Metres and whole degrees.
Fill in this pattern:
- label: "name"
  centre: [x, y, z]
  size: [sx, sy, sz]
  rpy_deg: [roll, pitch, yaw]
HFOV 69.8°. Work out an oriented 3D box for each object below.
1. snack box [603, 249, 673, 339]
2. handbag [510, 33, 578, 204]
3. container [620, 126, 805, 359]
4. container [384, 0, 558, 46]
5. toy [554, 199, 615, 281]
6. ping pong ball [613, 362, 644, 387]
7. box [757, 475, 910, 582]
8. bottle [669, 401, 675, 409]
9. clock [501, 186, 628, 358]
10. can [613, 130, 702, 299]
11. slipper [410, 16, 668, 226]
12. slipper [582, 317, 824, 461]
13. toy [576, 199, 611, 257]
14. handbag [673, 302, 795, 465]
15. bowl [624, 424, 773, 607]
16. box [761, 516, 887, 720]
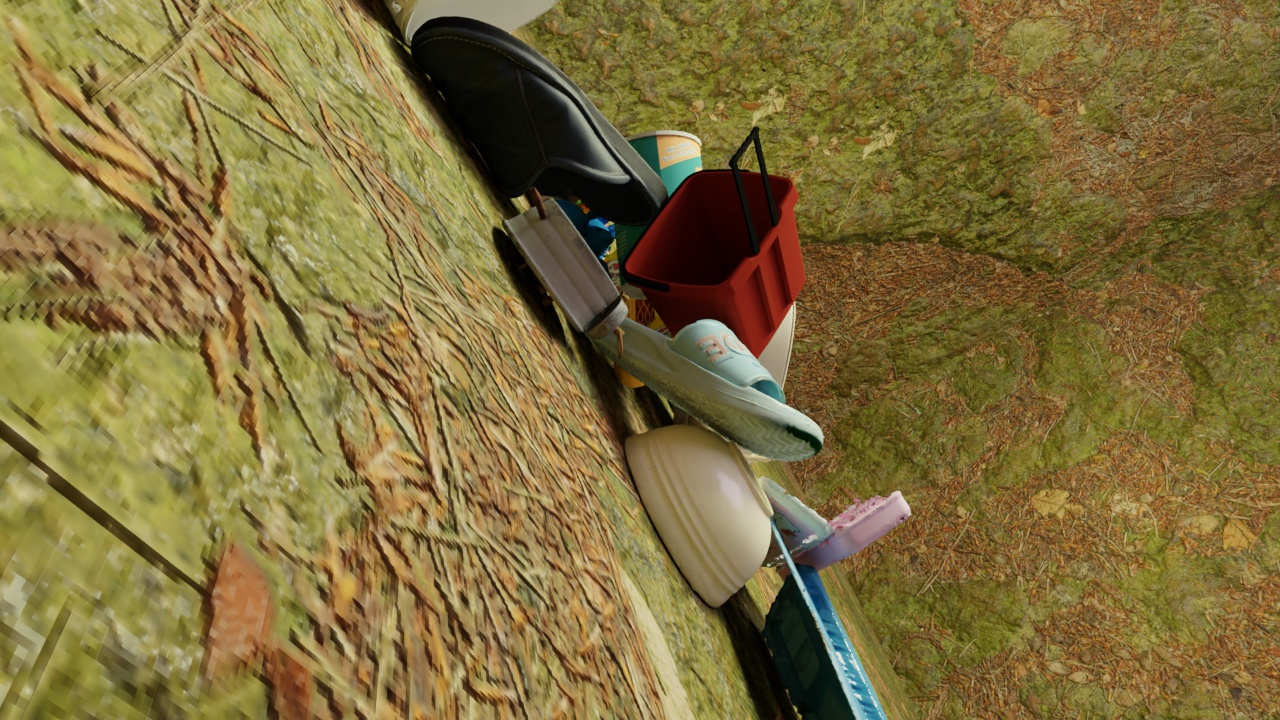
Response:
- label: "snack box"
  centre: [0.003, -0.072, 1.065]
  size: [0.083, 0.061, 0.105]
  rpy_deg: [12, 47, -57]
- label: "handbag"
  centre: [-0.114, -0.240, 1.025]
  size: [0.175, 0.062, 0.198]
  rpy_deg: [62, 2, 5]
- label: "container"
  centre: [0.063, -0.108, 0.784]
  size: [0.127, 0.147, 0.201]
  rpy_deg: [14, -33, 36]
- label: "container"
  centre: [-0.156, -0.383, 0.747]
  size: [0.187, 0.189, 0.189]
  rpy_deg: [61, 7, -1]
- label: "toy"
  centre: [-0.048, -0.136, 0.976]
  size: [0.113, 0.071, 0.175]
  rpy_deg: [60, 27, -17]
- label: "ping pong ball"
  centre: [-0.005, 0.005, 0.853]
  size: [0.040, 0.040, 0.040]
  rpy_deg: [59, 7, -13]
- label: "box"
  centre: [0.147, 0.145, 0.843]
  size: [0.101, 0.111, 0.202]
  rpy_deg: [55, -18, 13]
- label: "bottle"
  centre: [0.082, 0.090, 1.118]
  size: [0.136, 0.044, 0.044]
  rpy_deg: [62, 7, 12]
- label: "clock"
  centre: [-0.054, -0.063, 0.710]
  size: [0.148, 0.056, 0.104]
  rpy_deg: [54, -1, -13]
- label: "can"
  centre: [0.020, -0.143, 0.925]
  size: [0.099, 0.099, 0.144]
  rpy_deg: [31, 52, -76]
- label: "slipper"
  centre: [-0.086, -0.175, 0.776]
  size: [0.265, 0.109, 0.083]
  rpy_deg: [37, 63, -35]
- label: "slipper"
  centre: [0.045, 0.001, 0.756]
  size: [0.245, 0.074, 0.104]
  rpy_deg: [31, -7, 28]
- label: "toy"
  centre: [-0.063, -0.193, 1.249]
  size: [0.103, 0.046, 0.084]
  rpy_deg: [54, 22, -13]
- label: "handbag"
  centre: [0.104, 0.007, 0.975]
  size: [0.208, 0.103, 0.210]
  rpy_deg: [-144, -113, -82]
- label: "bowl"
  centre: [0.057, 0.110, 0.727]
  size: [0.151, 0.075, 0.150]
  rpy_deg: [59, 8, -14]
- label: "box"
  centre: [0.155, 0.252, 0.720]
  size: [0.231, 0.060, 0.175]
  rpy_deg: [-110, -170, -49]
